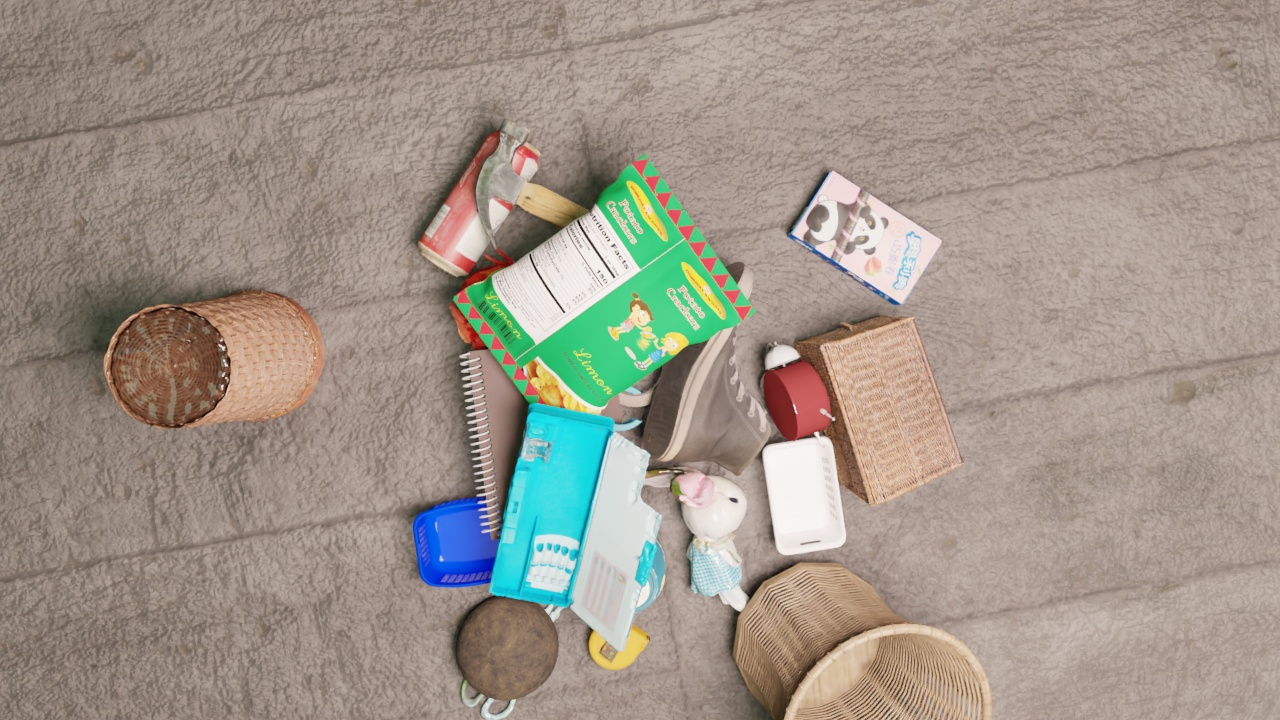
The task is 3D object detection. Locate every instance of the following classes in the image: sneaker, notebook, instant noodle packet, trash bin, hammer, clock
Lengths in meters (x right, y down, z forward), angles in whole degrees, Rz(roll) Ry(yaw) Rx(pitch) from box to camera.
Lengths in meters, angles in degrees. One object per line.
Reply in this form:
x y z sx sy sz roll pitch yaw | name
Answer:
0.098 0.012 1.026 0.119 0.095 0.234 17 88 -26 | sneaker
-0.104 0.085 1.027 0.171 0.022 0.209 -7 93 -13 | notebook
-0.040 -0.058 0.956 0.253 0.090 0.195 -35 95 11 | instant noodle packet
-0.442 -0.002 0.972 0.151 0.210 0.151 0 93 -2 | trash bin
-0.028 -0.135 1.025 0.330 0.033 0.132 24 96 -15 | hammer
0.170 0.036 1.030 0.044 0.087 0.124 -18 58 -12 | clock

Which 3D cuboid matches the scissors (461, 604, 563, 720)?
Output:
-0.148 0.349 1.094 0.072 0.033 0.175 35 88 0 | scissors

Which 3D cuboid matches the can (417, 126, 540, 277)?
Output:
-0.182 -0.178 1.037 0.067 0.067 0.170 33 92 -2 | can

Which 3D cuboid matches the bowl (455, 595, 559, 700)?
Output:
-0.159 0.336 1.060 0.121 0.056 0.121 0 86 4 | bowl

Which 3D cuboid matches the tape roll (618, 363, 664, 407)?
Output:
-0.006 0.006 1.067 0.094 0.030 0.093 0 93 -1 | tape roll

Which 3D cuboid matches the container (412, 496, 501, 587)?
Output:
-0.197 0.206 1.062 0.114 0.058 0.096 -8 93 0 | container

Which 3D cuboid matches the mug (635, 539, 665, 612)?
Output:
-0.018 0.255 1.044 0.084 0.104 0.112 23 92 -2 | mug

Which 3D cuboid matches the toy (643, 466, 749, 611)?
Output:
0.090 0.197 1.052 0.105 0.131 0.205 -32 106 -19 | toy

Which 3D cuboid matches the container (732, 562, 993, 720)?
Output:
0.220 0.342 0.984 0.226 0.196 0.227 -3 103 -13 | container

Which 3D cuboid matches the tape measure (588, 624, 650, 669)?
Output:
-0.033 0.334 1.086 0.068 0.030 0.059 34 90 -2 | tape measure

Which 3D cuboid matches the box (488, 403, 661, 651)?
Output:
-0.061 0.171 0.968 0.181 0.073 0.227 20 111 14 | box

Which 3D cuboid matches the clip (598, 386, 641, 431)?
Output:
-0.058 0.067 1.015 0.126 0.028 0.113 -10 96 -14 | clip

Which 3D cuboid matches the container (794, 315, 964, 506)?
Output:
0.265 0.049 1.032 0.112 0.114 0.198 -20 94 -3 | container

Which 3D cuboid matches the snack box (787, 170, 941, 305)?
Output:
0.259 -0.141 1.060 0.154 0.033 0.088 33 92 -2 | snack box

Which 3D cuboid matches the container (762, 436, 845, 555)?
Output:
0.187 0.154 1.068 0.081 0.049 0.129 -9 93 0 | container

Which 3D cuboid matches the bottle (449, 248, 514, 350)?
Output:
-0.158 -0.067 1.029 0.111 0.099 0.099 -18 93 0 | bottle
